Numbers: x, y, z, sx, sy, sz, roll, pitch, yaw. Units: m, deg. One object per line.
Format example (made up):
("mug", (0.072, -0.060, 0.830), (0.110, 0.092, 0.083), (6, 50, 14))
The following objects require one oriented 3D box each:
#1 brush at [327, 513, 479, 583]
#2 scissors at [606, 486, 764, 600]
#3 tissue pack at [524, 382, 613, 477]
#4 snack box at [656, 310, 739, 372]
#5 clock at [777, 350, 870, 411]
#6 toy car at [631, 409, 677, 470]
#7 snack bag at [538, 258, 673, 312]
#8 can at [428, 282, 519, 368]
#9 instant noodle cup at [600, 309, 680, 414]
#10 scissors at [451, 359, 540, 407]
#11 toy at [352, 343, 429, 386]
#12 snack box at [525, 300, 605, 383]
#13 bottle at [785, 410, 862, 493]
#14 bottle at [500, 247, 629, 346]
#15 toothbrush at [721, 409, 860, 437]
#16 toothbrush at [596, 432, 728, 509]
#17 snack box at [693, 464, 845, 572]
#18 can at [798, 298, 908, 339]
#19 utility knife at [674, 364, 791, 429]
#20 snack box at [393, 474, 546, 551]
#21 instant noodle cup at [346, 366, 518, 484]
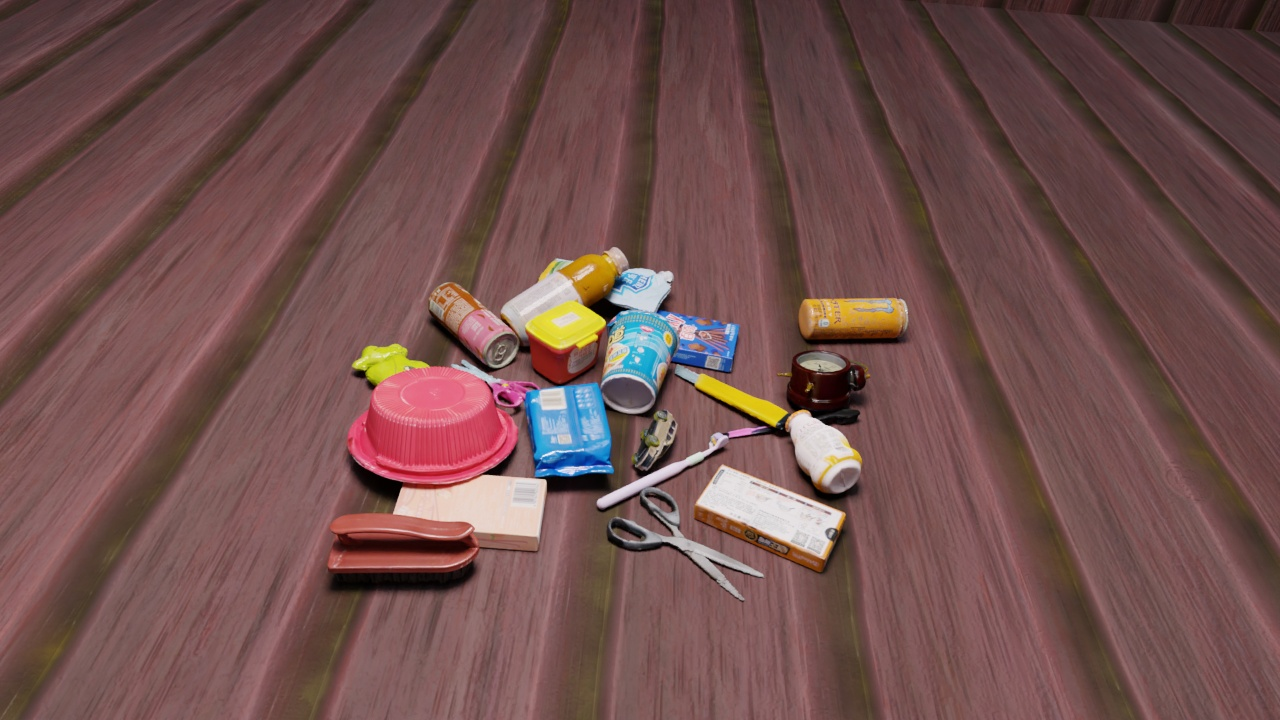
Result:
("brush", (-0.236, 0.186, 0.924), (0.146, 0.069, 0.063), (2, 39, -4))
("scissors", (0.043, 0.197, 0.991), (0.170, 0.014, 0.159), (-1, 40, -10))
("tissue pack", (-0.085, 0.085, 1.086), (0.095, 0.052, 0.157), (-5, 39, -10))
("snack box", (0.054, -0.031, 1.271), (0.157, 0.026, 0.084), (11, 37, 7))
("clock", (0.242, 0.022, 1.191), (0.121, 0.055, 0.082), (-14, 28, -28))
("toy car", (0.018, 0.096, 1.090), (0.035, 0.042, 0.090), (31, 34, -2))
("snack bag", (-0.048, -0.112, 1.337), (0.191, 0.039, 0.110), (10, 28, 20))
("can", (-0.227, -0.049, 1.238), (0.057, 0.058, 0.147), (-25, 47, -33))
("instant noodle cup", (-0.007, 0.007, 1.171), (0.099, 0.099, 0.109), (10, 47, 6))
("scissors", (-0.185, 0.023, 1.187), (0.077, 0.017, 0.138), (-18, 37, -41))
("toy", (-0.318, 0.011, 1.173), (0.096, 0.031, 0.100), (-7, 35, -15))
("snack box", (-0.097, -0.022, 1.199), (0.082, 0.080, 0.091), (31, 45, 31))
("bottle", (0.212, 0.105, 1.084), (0.063, 0.063, 0.108), (-11, 41, -20))
("bottle", (-0.101, -0.092, 1.260), (0.189, 0.068, 0.068), (-35, 50, -15))
("toothbrush", (0.189, 0.083, 1.155), (0.189, 0.018, 0.014), (-9, 39, -11))
("toothbrush", (0.027, 0.129, 1.069), (0.188, 0.029, 0.021), (-24, 84, -31))
("snack box", (0.143, 0.173, 1.019), (0.154, 0.026, 0.075), (20, 41, 20))
("can", (0.303, -0.060, 1.311), (0.146, 0.058, 0.058), (-1, 38, -8))
("utility knife", (0.117, 0.046, 1.186), (0.193, 0.015, 0.033), (27, 42, 34))
("snack box", (-0.184, 0.162, 0.996), (0.157, 0.026, 0.084), (4, 38, -1))
("instant noodle cup", (-0.240, 0.063, 1.063), (0.194, 0.066, 0.193), (5, 26, -2))
